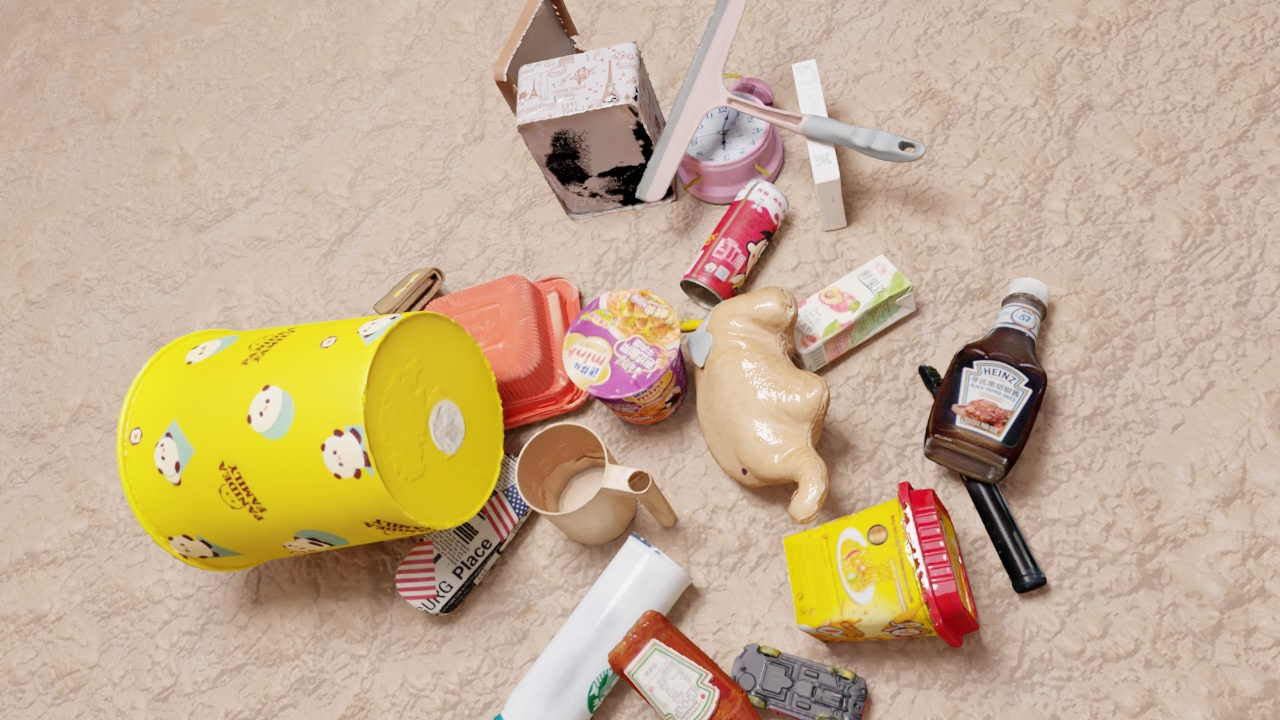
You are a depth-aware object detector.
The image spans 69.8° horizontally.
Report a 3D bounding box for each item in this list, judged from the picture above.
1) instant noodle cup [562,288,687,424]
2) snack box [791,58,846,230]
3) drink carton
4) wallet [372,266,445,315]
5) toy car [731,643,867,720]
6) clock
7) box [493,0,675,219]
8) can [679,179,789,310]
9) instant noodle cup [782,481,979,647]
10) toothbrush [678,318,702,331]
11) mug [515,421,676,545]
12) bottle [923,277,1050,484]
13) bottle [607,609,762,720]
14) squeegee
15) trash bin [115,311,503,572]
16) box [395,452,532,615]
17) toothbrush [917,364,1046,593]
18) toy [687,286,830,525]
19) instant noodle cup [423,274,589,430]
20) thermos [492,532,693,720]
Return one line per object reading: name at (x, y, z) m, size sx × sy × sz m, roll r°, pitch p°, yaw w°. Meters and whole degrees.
instant noodle cup at (-0.005, 0.005, 0.865) m, size 0.112 × 0.099 × 0.111 m, roll -8°, pitch 60°, yaw 14°
snack box at (0.182, -0.219, 0.931) m, size 0.027 × 0.085 × 0.156 m, roll -10°, pitch 61°, yaw 13°
drink carton at (0.192, -0.042, 0.859) m, size 0.122 × 0.045 × 0.053 m, roll -31°, pitch 48°, yaw -2°
wallet at (-0.250, -0.064, 0.978) m, size 0.090 × 0.033 × 0.115 m, roll -48°, pitch 19°, yaw -10°
toy car at (0.125, 0.260, 0.730) m, size 0.106 × 0.031 × 0.049 m, roll 12°, pitch 67°, yaw 18°
clock at (0.091, -0.248, 0.990) m, size 0.117 × 0.060 × 0.158 m, roll -9°, pitch 59°, yaw 12°
box at (-0.054, -0.282, 0.986) m, size 0.156 × 0.183 × 0.192 m, roll -6°, pitch 65°, yaw 14°
can at (0.096, -0.116, 0.923) m, size 0.053 × 0.053 × 0.132 m, roll 26°, pitch 73°, yaw 27°
instant noodle cup at (0.186, 0.169, 0.720) m, size 0.124 × 0.116 × 0.116 m, roll -17°, pitch 59°, yaw 21°
toothbrush at (0.038, -0.037, 0.920) m, size 0.191 × 0.018 × 0.016 m, roll -3°, pitch 61°, yaw 16°
mug at (-0.036, 0.115, 0.814) m, size 0.125 × 0.103 × 0.084 m, roll 7°, pitch 66°, yaw 20°
bottle at (0.306, 0.010, 0.783) m, size 0.080 × 0.044 × 0.194 m, roll 22°, pitch 61°, yaw 20°
bottle at (0.067, 0.278, 0.701) m, size 0.206 × 0.060 × 0.059 m, roll 40°, pitch 79°, yaw 10°
squeegee at (0.152, -0.227, 0.873) m, size 0.250 × 0.040 × 0.247 m, roll 24°, pitch 90°, yaw 23°
trash bin at (-0.277, 0.065, 0.815) m, size 0.256 × 0.229 × 0.229 m, roll -9°, pitch 60°, yaw 26°
box at (-0.157, 0.159, 0.844) m, size 0.075 × 0.081 × 0.163 m, roll 34°, pitch 74°, yaw 23°
toothbrush at (0.282, 0.092, 0.774) m, size 0.027 × 0.026 × 0.212 m, roll -1°, pitch 55°, yaw -23°
toy at (0.107, 0.047, 0.800) m, size 0.082 × 0.144 × 0.225 m, roll 3°, pitch 57°, yaw -29°
instant noodle cup at (-0.149, -0.011, 0.931) m, size 0.189 × 0.079 × 0.164 m, roll -17°, pitch 60°, yaw 7°
thermos at (-0.047, 0.255, 0.767) m, size 0.073 × 0.073 × 0.224 m, roll 32°, pitch 77°, yaw 28°
